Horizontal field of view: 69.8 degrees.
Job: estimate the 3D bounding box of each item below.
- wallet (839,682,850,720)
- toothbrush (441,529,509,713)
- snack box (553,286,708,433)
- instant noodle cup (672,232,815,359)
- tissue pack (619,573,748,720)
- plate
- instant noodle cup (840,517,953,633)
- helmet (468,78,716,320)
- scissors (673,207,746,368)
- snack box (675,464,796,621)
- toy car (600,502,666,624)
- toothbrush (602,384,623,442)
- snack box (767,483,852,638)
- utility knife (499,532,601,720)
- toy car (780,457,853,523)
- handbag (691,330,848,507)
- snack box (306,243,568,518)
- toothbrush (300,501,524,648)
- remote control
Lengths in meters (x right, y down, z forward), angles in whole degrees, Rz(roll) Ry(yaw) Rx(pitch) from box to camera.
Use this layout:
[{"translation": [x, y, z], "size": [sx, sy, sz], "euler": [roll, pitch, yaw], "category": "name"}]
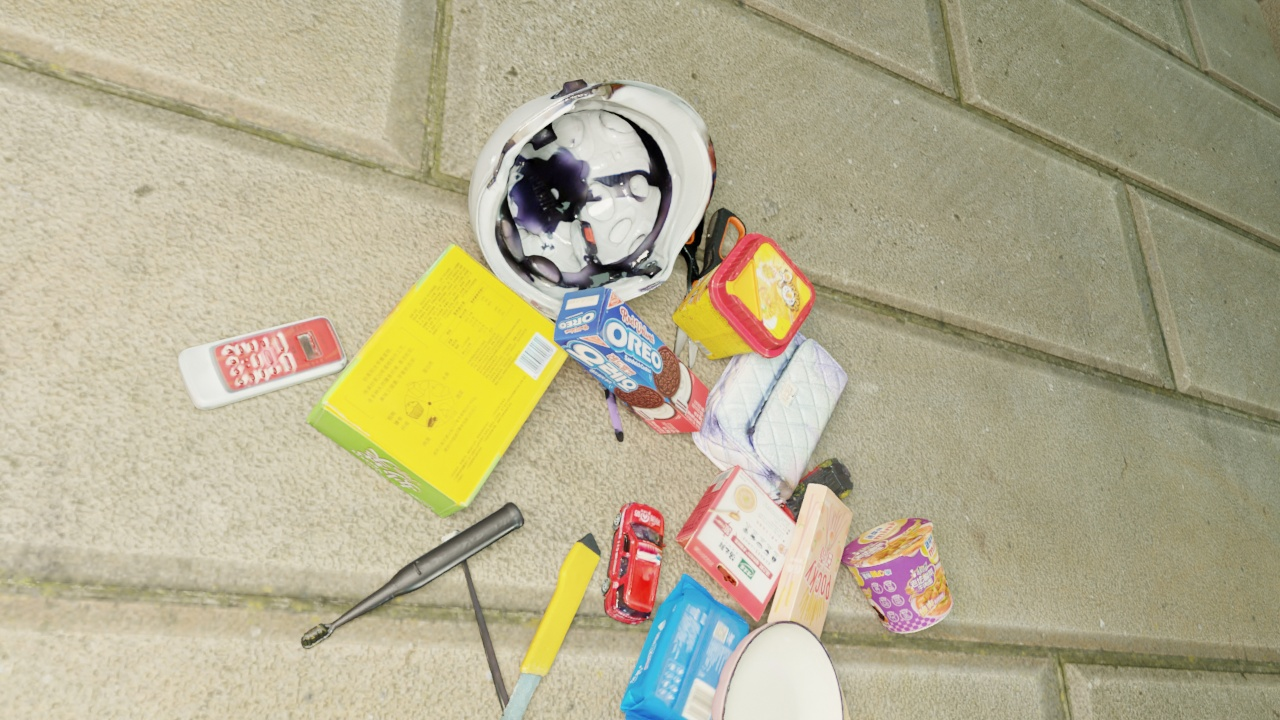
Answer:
[{"translation": [0.171, 0.380, 0.959], "size": [0.115, 0.024, 0.087], "euler": [-5, 68, -34], "category": "wallet"}, {"translation": [-0.145, 0.241, 0.825], "size": [0.018, 0.016, 0.181], "euler": [-13, 77, -33], "category": "toothbrush"}, {"translation": [-0.006, 0.005, 0.932], "size": [0.207, 0.058, 0.057], "euler": [44, 51, -44], "category": "snack box"}, {"translation": [0.110, -0.062, 1.028], "size": [0.116, 0.124, 0.116], "euler": [46, 59, -14], "category": "instant noodle cup"}, {"translation": [0.045, 0.297, 0.896], "size": [0.095, 0.052, 0.156], "euler": [38, 55, -16], "category": "tissue pack"}, {"translation": [0.128, 0.350, 0.887], "size": [0.192, 0.039, 0.192], "euler": [12, 73, -43], "category": "plate"}, {"translation": [0.298, 0.248, 1.048], "size": [0.111, 0.112, 0.099], "euler": [-27, 95, -37], "category": "instant noodle cup"}, {"translation": [-0.063, -0.176, 0.950], "size": [0.258, 0.146, 0.229], "euler": [-39, 125, -13], "category": "helmet"}, {"translation": [0.056, -0.102, 1.099], "size": [0.162, 0.022, 0.233], "euler": [42, 60, -6], "category": "scissors"}, {"translation": [0.103, 0.197, 0.980], "size": [0.113, 0.044, 0.126], "euler": [46, 52, -8], "category": "snack box"}, {"translation": [-0.003, 0.200, 0.914], "size": [0.053, 0.045, 0.120], "euler": [22, 58, -25], "category": "toy car"}, {"translation": [-0.044, -0.002, 0.996], "size": [0.014, 0.017, 0.189], "euler": [-9, 78, -23], "category": "toothbrush"}, {"translation": [0.186, 0.221, 0.992], "size": [0.084, 0.026, 0.157], "euler": [42, 61, -46], "category": "snack box"}, {"translation": [-0.084, 0.248, 0.853], "size": [0.033, 0.015, 0.206], "euler": [40, 50, -16], "category": "utility knife"}, {"translation": [0.206, 0.154, 1.071], "size": [0.106, 0.031, 0.049], "euler": [-30, 88, -33], "category": "toy car"}, {"translation": [0.153, 0.053, 1.054], "size": [0.134, 0.076, 0.193], "euler": [42, 55, -11], "category": "handbag"}, {"translation": [-0.181, 0.017, 0.859], "size": [0.157, 0.070, 0.209], "euler": [39, 57, -13], "category": "snack box"}, {"translation": [-0.195, 0.186, 0.798], "size": [0.212, 0.027, 0.026], "euler": [-29, 69, -29], "category": "toothbrush"}, {"translation": [-0.330, 0.000, 0.808], "size": [0.135, 0.020, 0.056], "euler": [-19, 82, -36], "category": "remote control"}]
